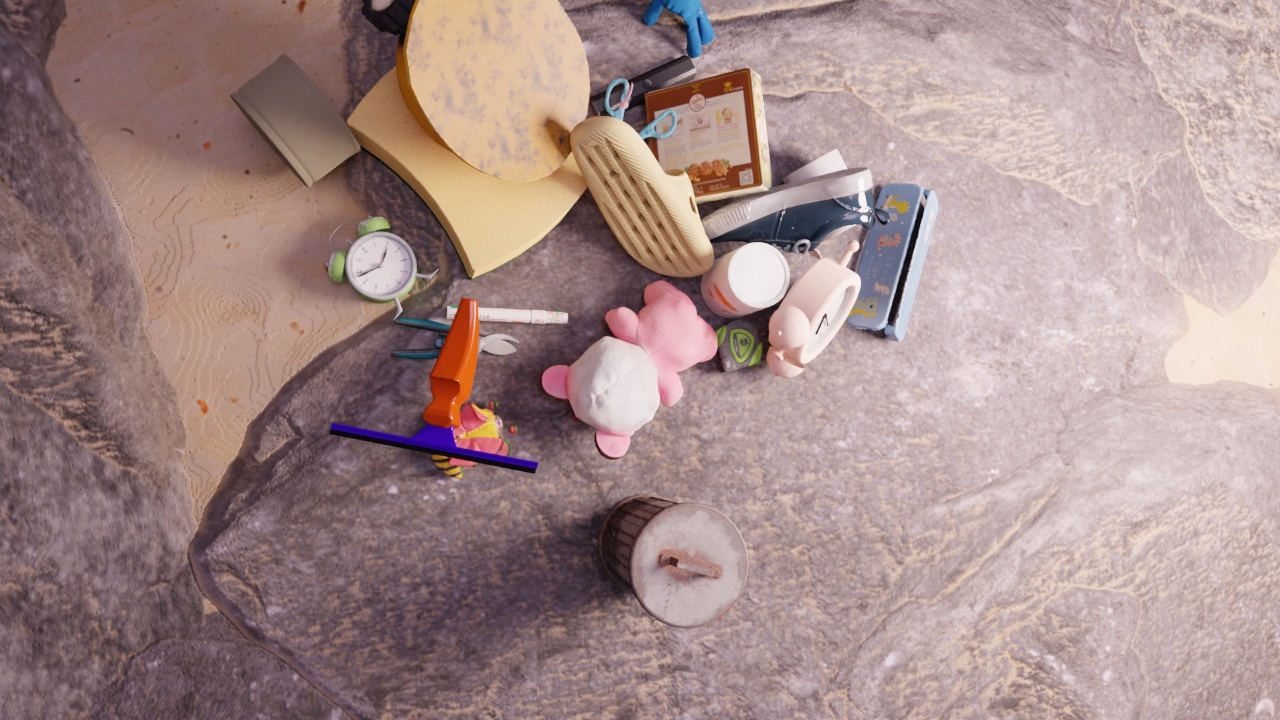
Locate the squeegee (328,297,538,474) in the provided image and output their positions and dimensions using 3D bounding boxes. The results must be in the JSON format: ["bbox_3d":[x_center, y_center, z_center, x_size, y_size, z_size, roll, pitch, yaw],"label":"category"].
[{"bbox_3d":[-0.217,0.018,1.060,0.250,0.055,0.184,9,81,11],"label":"squeegee"}]

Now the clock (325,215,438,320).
[{"bbox_3d":[-0.309,-0.112,1.072,0.119,0.043,0.094,42,77,-8],"label":"clock"}]

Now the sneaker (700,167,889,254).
[{"bbox_3d":[0.184,-0.172,1.140,0.236,0.089,0.087,-12,106,23],"label":"sneaker"}]

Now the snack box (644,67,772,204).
[{"bbox_3d":[0.083,-0.272,1.136,0.143,0.041,0.147,-6,88,26],"label":"snack box"}]

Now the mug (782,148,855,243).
[{"bbox_3d":[0.253,-0.219,1.203,0.111,0.079,0.097,-32,95,-42],"label":"mug"}]

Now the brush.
[{"bbox_3d":[-0.197,-0.245,1.090,0.194,0.075,0.250,-42,96,-13],"label":"brush"}]

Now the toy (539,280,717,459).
[{"bbox_3d":[-0.007,0.007,1.117,0.212,0.084,0.142,-41,96,-16],"label":"toy"}]

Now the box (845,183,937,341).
[{"bbox_3d":[0.335,-0.134,1.235,0.079,0.072,0.210,12,81,26],"label":"box"}]

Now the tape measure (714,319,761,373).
[{"bbox_3d":[0.124,-0.020,1.176,0.058,0.036,0.065,-10,92,-5],"label":"tape measure"}]

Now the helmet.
[{"bbox_3d":[-0.182,-0.308,0.975,0.255,0.131,0.205,35,75,-51],"label":"helmet"}]

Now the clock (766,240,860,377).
[{"bbox_3d":[0.209,-0.066,1.152,0.086,0.131,0.160,29,69,19],"label":"clock"}]

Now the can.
[{"bbox_3d":[-0.383,-0.264,1.020,0.073,0.128,0.128,-41,96,-11],"label":"can"}]

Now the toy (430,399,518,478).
[{"bbox_3d":[-0.201,0.092,1.086,0.103,0.046,0.084,-38,103,-6],"label":"toy"}]

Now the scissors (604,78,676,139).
[{"bbox_3d":[-0.008,-0.279,1.143,0.120,0.015,0.138,9,99,13],"label":"scissors"}]

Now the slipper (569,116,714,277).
[{"bbox_3d":[0.005,-0.201,1.089,0.261,0.111,0.079,51,44,-44],"label":"slipper"}]

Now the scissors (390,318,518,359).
[{"bbox_3d":[-0.227,-0.020,1.099,0.149,0.019,0.131,-43,99,-14],"label":"scissors"}]

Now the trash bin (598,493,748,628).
[{"bbox_3d":[0.031,0.221,1.046,0.130,0.211,0.130,1,86,-14],"label":"trash bin"}]

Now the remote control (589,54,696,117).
[{"bbox_3d":[0.004,-0.350,1.176,0.146,0.015,0.033,-28,93,-14],"label":"remote control"}]

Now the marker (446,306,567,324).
[{"bbox_3d":[-0.161,-0.055,1.117,0.145,0.017,0.017,2,86,-13],"label":"marker"}]

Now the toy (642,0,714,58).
[{"bbox_3d":[0.025,-0.464,1.163,0.176,0.071,0.112,45,67,-7],"label":"toy"}]

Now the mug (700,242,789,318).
[{"bbox_3d":[0.129,-0.098,1.144,0.082,0.105,0.082,1,86,-13],"label":"mug"}]
